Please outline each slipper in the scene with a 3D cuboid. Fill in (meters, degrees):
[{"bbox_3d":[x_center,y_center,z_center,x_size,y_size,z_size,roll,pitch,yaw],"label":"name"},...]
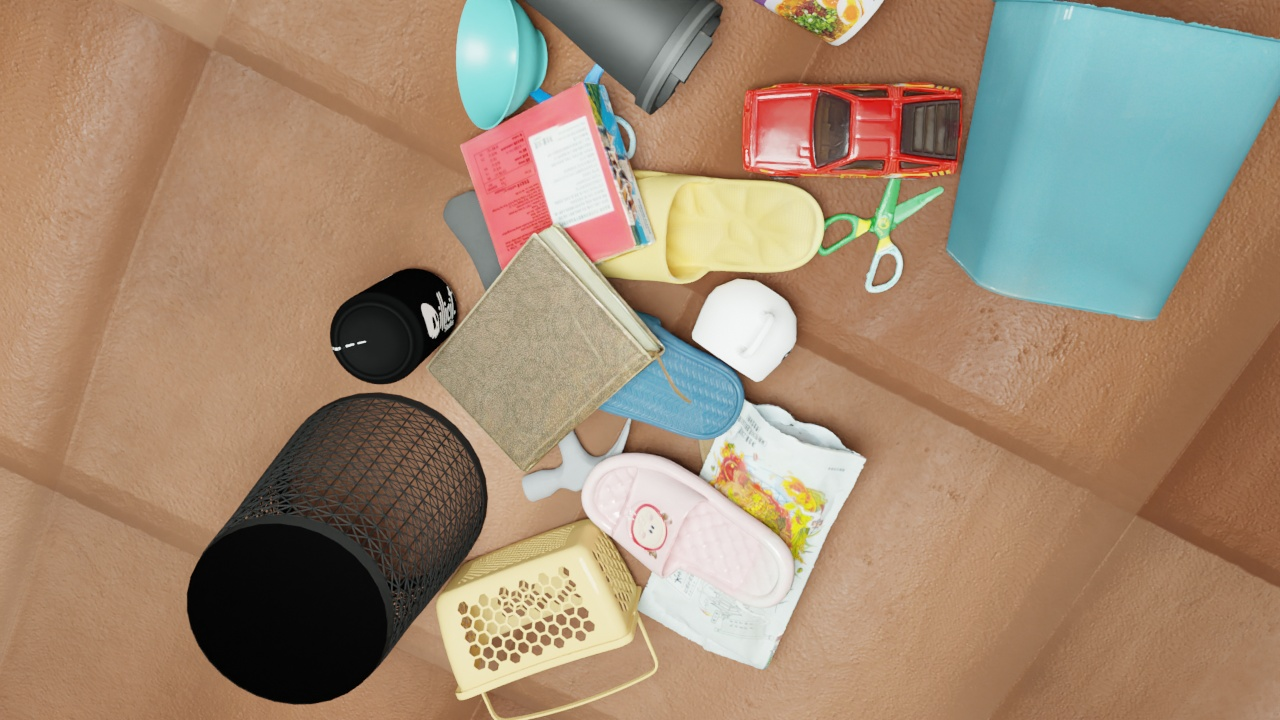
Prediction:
[{"bbox_3d":[-0.005,0.005,0.855,0.214,0.059,0.104,28,105,1],"label":"slipper"},{"bbox_3d":[0.034,-0.121,0.827,0.263,0.078,0.099,1,103,4],"label":"slipper"},{"bbox_3d":[0.041,0.161,0.866,0.222,0.055,0.107,25,116,19],"label":"slipper"}]

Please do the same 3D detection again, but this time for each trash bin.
[{"bbox_3d":[0.364,-0.166,0.745,0.196,0.198,0.219,10,112,0],"label":"trash bin"},{"bbox_3d":[-0.272,0.169,0.838,0.217,0.243,0.217,1,106,3],"label":"trash bin"}]

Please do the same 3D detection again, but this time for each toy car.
[{"bbox_3d":[0.184,-0.201,0.805,0.189,0.056,0.081,2,98,6],"label":"toy car"}]

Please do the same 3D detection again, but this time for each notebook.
[{"bbox_3d":[-0.078,0.010,0.821,0.190,0.034,0.216,48,128,1],"label":"notebook"}]

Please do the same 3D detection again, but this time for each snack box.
[{"bbox_3d":[-0.075,-0.147,0.805,0.143,0.040,0.145,-17,93,31],"label":"snack box"}]

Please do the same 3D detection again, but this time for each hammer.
[{"bbox_3d":[-0.107,-0.015,0.889,0.125,0.029,0.311,-20,103,9],"label":"hammer"}]

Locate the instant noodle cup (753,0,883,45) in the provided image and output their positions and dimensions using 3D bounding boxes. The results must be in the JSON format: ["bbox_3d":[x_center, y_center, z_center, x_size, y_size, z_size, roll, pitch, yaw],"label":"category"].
[{"bbox_3d":[0.135,-0.322,0.749,0.122,0.122,0.136,32,78,-16],"label":"instant noodle cup"}]

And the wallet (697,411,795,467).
[{"bbox_3d":[0.112,0.114,0.915,0.099,0.026,0.121,-9,106,9],"label":"wallet"}]

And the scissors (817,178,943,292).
[{"bbox_3d":[0.229,-0.120,0.849,0.130,0.012,0.117,-29,99,9],"label":"scissors"}]

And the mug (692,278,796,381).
[{"bbox_3d":[0.099,-0.029,0.824,0.090,0.124,0.076,33,94,-6],"label":"mug"}]

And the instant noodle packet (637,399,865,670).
[{"bbox_3d":[0.102,0.176,0.894,0.147,0.057,0.270,25,113,12],"label":"instant noodle packet"}]

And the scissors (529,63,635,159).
[{"bbox_3d":[-0.061,-0.216,0.837,0.129,0.013,0.125,28,105,-5],"label":"scissors"}]

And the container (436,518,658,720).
[{"bbox_3d":[-0.091,0.268,0.916,0.183,0.129,0.167,-22,96,8],"label":"container"}]

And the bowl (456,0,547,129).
[{"bbox_3d":[-0.114,-0.263,0.797,0.046,0.121,0.121,-7,109,-34],"label":"bowl"}]

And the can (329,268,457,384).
[{"bbox_3d":[-0.218,-0.035,0.828,0.080,0.146,0.080,1,106,3],"label":"can"}]

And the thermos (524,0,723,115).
[{"bbox_3d":[-0.040,-0.308,0.770,0.218,0.105,0.106,36,104,-2],"label":"thermos"}]
